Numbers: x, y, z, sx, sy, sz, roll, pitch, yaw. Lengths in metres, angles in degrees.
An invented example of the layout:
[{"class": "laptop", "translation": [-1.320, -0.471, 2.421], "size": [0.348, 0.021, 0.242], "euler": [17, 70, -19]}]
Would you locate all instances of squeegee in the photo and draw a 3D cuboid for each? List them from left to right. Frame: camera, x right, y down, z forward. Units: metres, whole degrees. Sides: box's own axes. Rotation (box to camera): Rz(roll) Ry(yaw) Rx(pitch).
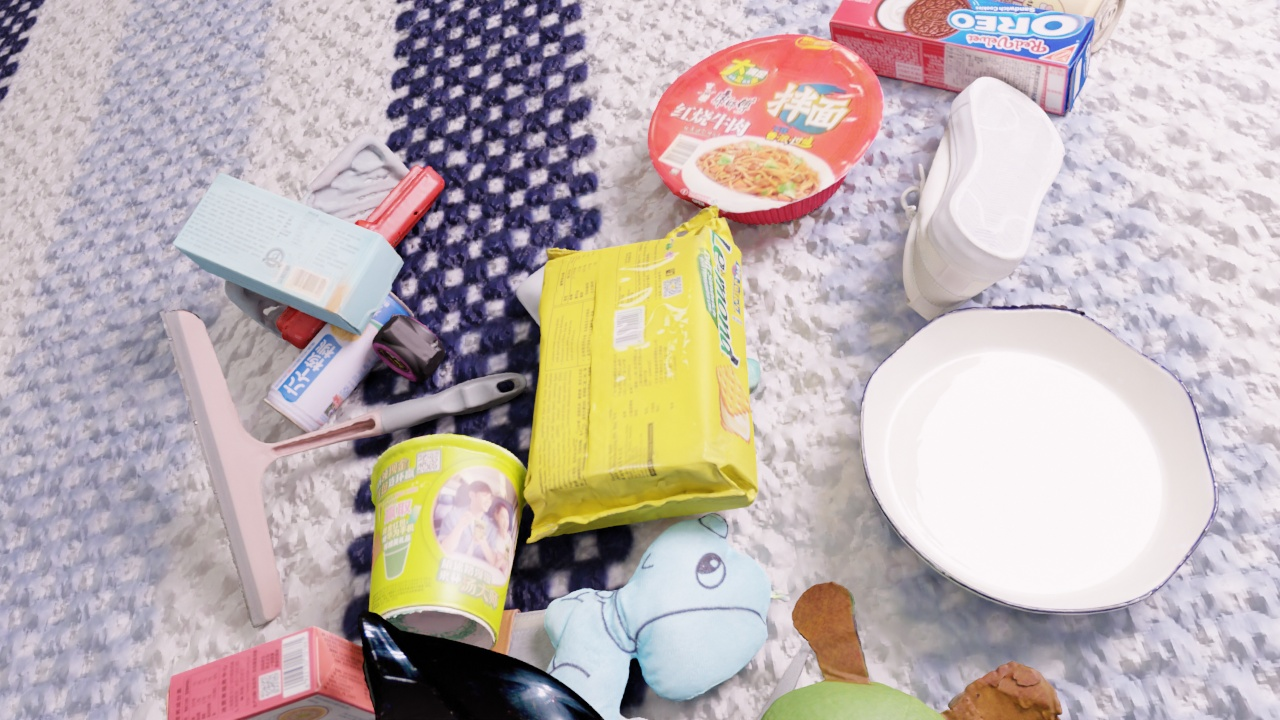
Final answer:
[{"class": "squeegee", "translation": [-0.211, 0.051, 0.725], "size": [0.249, 0.040, 0.247], "euler": [-16, 89, -10]}]

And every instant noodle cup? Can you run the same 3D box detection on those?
[{"class": "instant noodle cup", "translation": [-0.132, 0.130, 0.609], "size": [0.112, 0.112, 0.123], "euler": [-13, 45, 10]}, {"class": "instant noodle cup", "translation": [0.105, -0.182, 0.766], "size": [0.194, 0.066, 0.193], "euler": [-8, 57, 12]}]

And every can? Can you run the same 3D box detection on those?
[{"class": "can", "translation": [-0.256, -0.003, 0.781], "size": [0.053, 0.053, 0.134], "euler": [27, 71, 30]}, {"class": "can", "translation": [0.336, -0.302, 0.768], "size": [0.116, 0.058, 0.058], "euler": [36, 75, 32]}]

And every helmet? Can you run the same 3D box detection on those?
[{"class": "helmet", "translation": [-0.093, 0.266, 0.457], "size": [0.230, 0.234, 0.274], "euler": [6, 61, -14]}]

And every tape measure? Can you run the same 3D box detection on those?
[{"class": "tape measure", "translation": [-0.191, -0.012, 0.762], "size": [0.057, 0.058, 0.039], "euler": [41, 66, -12]}]

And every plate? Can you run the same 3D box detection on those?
[{"class": "plate", "translation": [0.240, 0.060, 0.571], "size": [0.205, 0.046, 0.204], "euler": [-4, 58, 5]}]

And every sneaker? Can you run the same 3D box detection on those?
[{"class": "sneaker", "translation": [0.246, -0.120, 0.682], "size": [0.089, 0.091, 0.241], "euler": [30, 49, 0]}]

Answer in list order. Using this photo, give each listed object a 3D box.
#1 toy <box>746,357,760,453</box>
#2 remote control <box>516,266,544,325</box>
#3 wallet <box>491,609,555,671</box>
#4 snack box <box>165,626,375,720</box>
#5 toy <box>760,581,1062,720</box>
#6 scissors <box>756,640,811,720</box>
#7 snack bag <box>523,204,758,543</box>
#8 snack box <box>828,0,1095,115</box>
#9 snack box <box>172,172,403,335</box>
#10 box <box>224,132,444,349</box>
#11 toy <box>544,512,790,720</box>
[{"class": "toy", "translation": [0.055, 0.032, 0.674], "size": [0.096, 0.030, 0.091], "euler": [32, 78, 24]}, {"class": "remote control", "translation": [-0.050, -0.031, 0.751], "size": [0.056, 0.020, 0.136], "euler": [-37, 56, -6]}, {"class": "wallet", "translation": [-0.095, 0.217, 0.604], "size": [0.130, 0.037, 0.106], "euler": [-10, 58, 12]}, {"class": "snack box", "translation": [-0.237, 0.225, 0.598], "size": [0.127, 0.113, 0.044], "euler": [-20, 57, 5]}, {"class": "toy", "translation": [0.106, 0.251, 0.485], "size": [0.227, 0.090, 0.246], "euler": [25, 73, 18]}, {"class": "scissors", "translation": [0.060, 0.247, 0.549], "size": [0.162, 0.012, 0.162], "euler": [-10, 55, 11]}, {"class": "snack bag", "translation": [-0.004, 0.004, 0.654], "size": [0.158, 0.068, 0.246], "euler": [-12, 57, 18]}, {"class": "snack box", "translation": [0.265, -0.264, 0.769], "size": [0.208, 0.058, 0.057], "euler": [24, 72, 29]}, {"class": "snack box", "translation": [-0.290, -0.088, 0.757], "size": [0.175, 0.052, 0.074], "euler": [22, 73, 15]}, {"class": "box", "translation": [-0.279, -0.113, 0.828], "size": [0.098, 0.095, 0.201], "euler": [40, 73, -13]}, {"class": "toy", "translation": [0.015, 0.168, 0.582], "size": [0.156, 0.050, 0.161], "euler": [3, 55, 5]}]
